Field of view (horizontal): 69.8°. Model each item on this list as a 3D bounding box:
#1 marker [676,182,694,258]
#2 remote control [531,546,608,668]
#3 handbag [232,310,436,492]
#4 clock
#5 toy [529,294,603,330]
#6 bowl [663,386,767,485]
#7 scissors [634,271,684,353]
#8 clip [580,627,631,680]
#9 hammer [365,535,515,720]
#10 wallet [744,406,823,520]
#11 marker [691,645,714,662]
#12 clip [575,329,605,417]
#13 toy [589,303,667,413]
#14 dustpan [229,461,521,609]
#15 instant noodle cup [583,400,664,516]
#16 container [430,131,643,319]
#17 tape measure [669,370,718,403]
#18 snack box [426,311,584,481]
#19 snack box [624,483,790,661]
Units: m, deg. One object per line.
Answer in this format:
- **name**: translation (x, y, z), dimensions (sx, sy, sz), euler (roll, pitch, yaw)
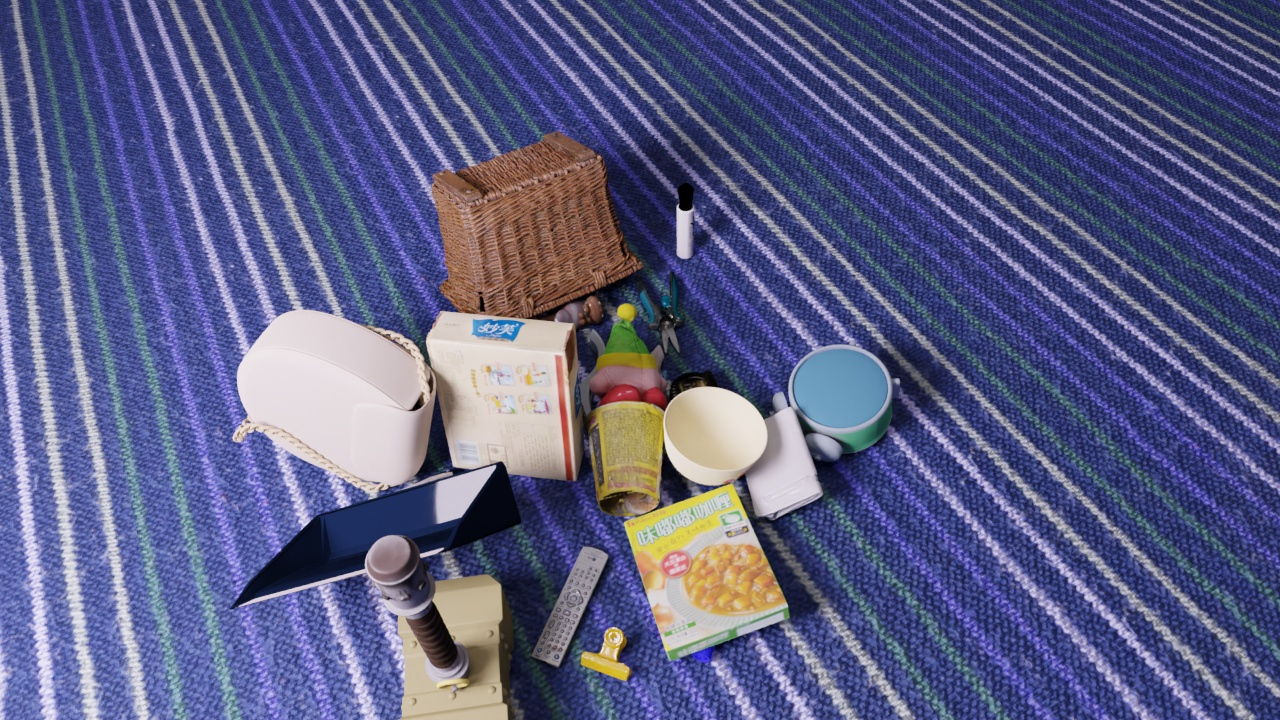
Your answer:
- **marker**: translation (0.063, -0.196, 1.285), dimensions (0.025, 0.126, 0.025), euler (-1, 50, 1)
- **remote control**: translation (-0.073, 0.260, 0.978), dimensions (0.033, 0.013, 0.136), euler (16, 52, 15)
- **handbag**: translation (-0.335, 0.049, 1.011), dimensions (0.208, 0.211, 0.103), euler (21, 49, -1)
- **clock**: translation (0.225, 0.059, 1.102), dimensions (0.161, 0.075, 0.122), euler (-38, 58, -11)
- **toy**: translation (-0.093, -0.060, 1.234), dimensions (0.101, 0.042, 0.055), euler (-26, 30, -28)
- **bowl**: translation (0.078, 0.099, 1.049), dimensions (0.118, 0.074, 0.117), euler (6, 48, -7)
- **scissors**: translation (0.030, -0.073, 1.253), dimensions (0.122, 0.019, 0.148), euler (22, 56, 19)
- **clip**: translation (-0.031, 0.295, 0.935), dimensions (0.053, 0.035, 0.046), euler (14, 59, 16)
- **hammer**: translation (-0.178, 0.238, 0.791), dimensions (0.100, 0.325, 0.190), euler (-7, 53, -4)
- **wallet**: translation (0.160, 0.120, 1.052), dimensions (0.086, 0.032, 0.116), euler (-27, 54, 27)
- **marker**: translation (0.082, 0.251, 0.975), dimensions (0.020, 0.020, 0.141), euler (12, 51, 12)
- **clip**: translation (-0.066, 0.026, 1.167), dimensions (0.108, 0.028, 0.162), euler (5, 51, 9)
- **toy**: translation (-0.007, 0.007, 1.132), dimensions (0.124, 0.097, 0.131), euler (6, 46, -31)
- **dustpan**: translation (-0.252, 0.165, 0.961), dimensions (0.237, 0.273, 0.080), euler (-17, 84, 14)
- **instant noodle cup**: translation (-0.015, 0.115, 1.048), dimensions (0.102, 0.102, 0.108), euler (-2, 56, 0)
- **container**: translation (-0.148, -0.181, 1.220), dimensions (0.249, 0.183, 0.162), euler (-25, 37, -20)
- **tape measure**: translation (0.067, 0.044, 1.139), dimensions (0.062, 0.038, 0.067), euler (-11, 51, -7)
- **snack box**: translation (-0.146, 0.043, 1.037), dimensions (0.153, 0.208, 0.055), euler (6, 43, 7)
- **snack box**: translation (0.066, 0.220, 0.975), dimensions (0.132, 0.027, 0.168), euler (-20, 44, -3)
